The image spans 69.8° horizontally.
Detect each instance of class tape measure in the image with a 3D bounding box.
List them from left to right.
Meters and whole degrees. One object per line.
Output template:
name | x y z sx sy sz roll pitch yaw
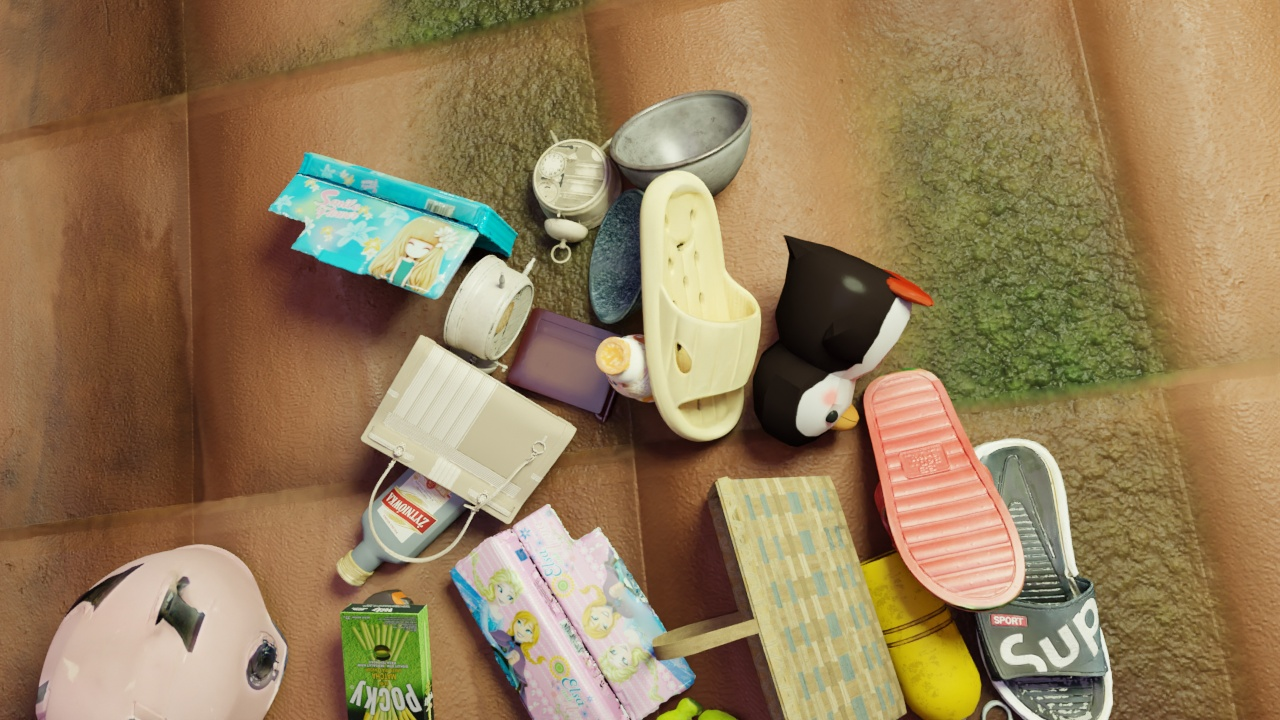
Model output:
tape measure | -0.259 0.265 0.940 0.058 0.038 0.058 -13 78 9

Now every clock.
clock | -0.156 -0.031 0.947 0.061 0.103 0.157 27 112 8
clock | -0.073 -0.171 0.967 0.093 0.054 0.140 9 80 13

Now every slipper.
slipper | 0.059 -0.045 0.850 0.079 0.111 0.261 7 109 53
slipper | 0.262 0.116 0.819 0.103 0.059 0.248 -17 48 8
slipper | 0.348 0.199 0.815 0.111 0.063 0.263 -7 77 10

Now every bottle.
bottle | -0.246 0.167 0.949 0.161 0.046 0.072 -44 76 2
bottle | -0.005 0.005 0.892 0.063 0.109 0.063 -4 80 22
bottle | 0.251 0.253 0.822 0.071 0.071 0.163 -24 77 7

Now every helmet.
helmet | -0.501 0.312 0.932 0.230 0.152 0.255 11 77 17

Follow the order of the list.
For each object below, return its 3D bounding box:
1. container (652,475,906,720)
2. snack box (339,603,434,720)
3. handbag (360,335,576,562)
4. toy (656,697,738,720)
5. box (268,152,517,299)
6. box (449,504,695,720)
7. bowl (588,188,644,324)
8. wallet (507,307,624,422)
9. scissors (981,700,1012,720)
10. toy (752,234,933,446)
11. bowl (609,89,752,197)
container | 0.101 0.230 0.816 0.186 0.158 0.249 -15 78 -3
snack box | -0.251 0.318 0.913 0.080 0.025 0.147 -1 97 8
handbag | -0.191 0.104 0.900 0.175 0.062 0.198 32 85 -11
toy | 0.063 0.362 0.859 0.094 0.036 0.094 -21 71 13
box | -0.261 -0.151 0.951 0.227 0.169 0.085 18 118 14
box | -0.072 0.260 0.892 0.160 0.063 0.230 -36 76 4
bowl | 0.003 -0.100 0.927 0.057 0.137 0.137 10 80 -27
wallet | -0.073 0.003 0.958 0.116 0.018 0.091 19 84 12
scissors | 0.303 0.373 0.818 0.118 0.014 0.161 34 86 15
toy | 0.159 -0.012 0.852 0.140 0.159 0.184 26 104 2
bowl | 0.047 -0.206 0.923 0.145 0.067 0.144 -13 39 11
